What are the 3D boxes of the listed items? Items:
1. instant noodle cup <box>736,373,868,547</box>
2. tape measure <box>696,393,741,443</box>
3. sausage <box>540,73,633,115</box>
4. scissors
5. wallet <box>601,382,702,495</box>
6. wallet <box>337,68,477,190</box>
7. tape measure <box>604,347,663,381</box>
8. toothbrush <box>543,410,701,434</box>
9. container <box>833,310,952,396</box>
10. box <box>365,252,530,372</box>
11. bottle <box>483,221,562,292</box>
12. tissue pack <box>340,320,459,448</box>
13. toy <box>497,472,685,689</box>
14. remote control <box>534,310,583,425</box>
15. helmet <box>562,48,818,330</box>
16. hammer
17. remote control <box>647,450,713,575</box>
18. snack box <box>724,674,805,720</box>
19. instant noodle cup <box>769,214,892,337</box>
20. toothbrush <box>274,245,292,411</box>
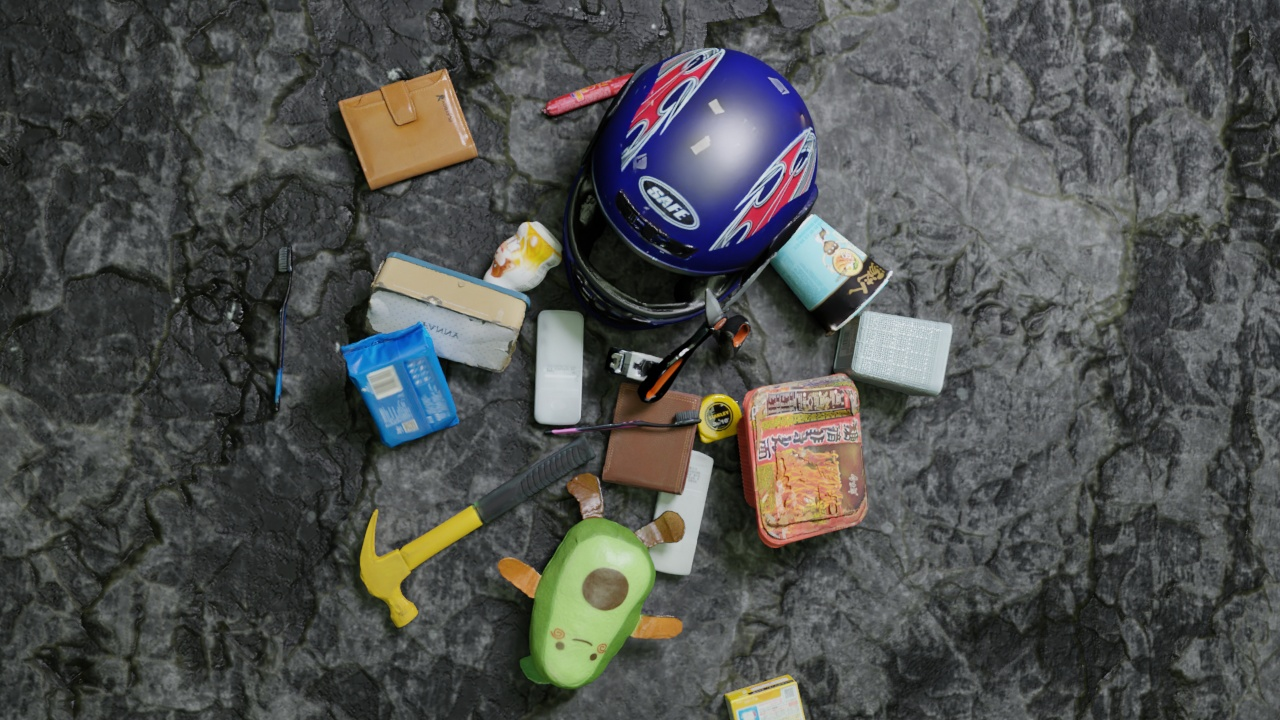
[{"bbox_3d":[0.187,0.116,1.092,0.164,0.079,0.189,-7,91,-28],"label":"instant noodle cup"},{"bbox_3d":[0.093,0.069,1.115,0.060,0.029,0.057,-17,93,-9],"label":"tape measure"},{"bbox_3d":[-0.047,-0.323,1.100,0.155,0.020,0.020,-21,93,-10],"label":"sausage"},{"bbox_3d":[0.082,-0.030,1.030,0.235,0.220,0.021,-46,71,15],"label":"scissors"},{"bbox_3d":[0.013,0.092,1.090,0.101,0.032,0.124,10,86,11],"label":"wallet"},{"bbox_3d":[-0.267,-0.266,1.056,0.131,0.031,0.108,-20,94,-11],"label":"wallet"},{"bbox_3d":[-0.006,0.006,1.080,0.066,0.066,0.033,14,91,-7],"label":"tape measure"},{"bbox_3d":[-0.022,0.074,1.075,0.189,0.014,0.017,-5,70,10],"label":"toothbrush"},{"bbox_3d":[0.305,-0.011,1.125,0.111,0.090,0.090,12,87,-7],"label":"container"},{"bbox_3d":[-0.210,-0.050,1.028,0.184,0.090,0.061,18,46,-12],"label":"box"},{"bbox_3d":[-0.142,-0.107,1.059,0.108,0.063,0.063,-44,97,6],"label":"bottle"},{"bbox_3d":[-0.263,0.028,1.018,0.095,0.052,0.157,-19,133,-9],"label":"tissue pack"},{"bbox_3d":[-0.054,0.265,1.058,0.227,0.090,0.246,22,82,-2],"label":"toy"},{"bbox_3d":[-0.097,0.008,1.087,0.056,0.020,0.136,2,89,-11],"label":"remote control"},{"bbox_3d":[0.051,-0.188,0.992,0.247,0.241,0.315,38,78,0],"label":"helmet"},{"bbox_3d":[-0.187,0.177,1.064,0.300,0.033,0.129,-31,96,-9],"label":"hammer"},{"bbox_3d":[0.046,0.182,1.109,0.058,0.021,0.150,13,87,-4],"label":"remote control"},{"bbox_3d":[0.161,0.466,1.122,0.087,0.034,0.140,-14,90,-10],"label":"snack box"},{"bbox_3d":[0.221,-0.108,1.106,0.120,0.111,0.111,45,82,1],"label":"instant noodle cup"},{"bbox_3d":[-0.406,-0.036,1.037,0.016,0.014,0.189,4,90,-9],"label":"toothbrush"}]
